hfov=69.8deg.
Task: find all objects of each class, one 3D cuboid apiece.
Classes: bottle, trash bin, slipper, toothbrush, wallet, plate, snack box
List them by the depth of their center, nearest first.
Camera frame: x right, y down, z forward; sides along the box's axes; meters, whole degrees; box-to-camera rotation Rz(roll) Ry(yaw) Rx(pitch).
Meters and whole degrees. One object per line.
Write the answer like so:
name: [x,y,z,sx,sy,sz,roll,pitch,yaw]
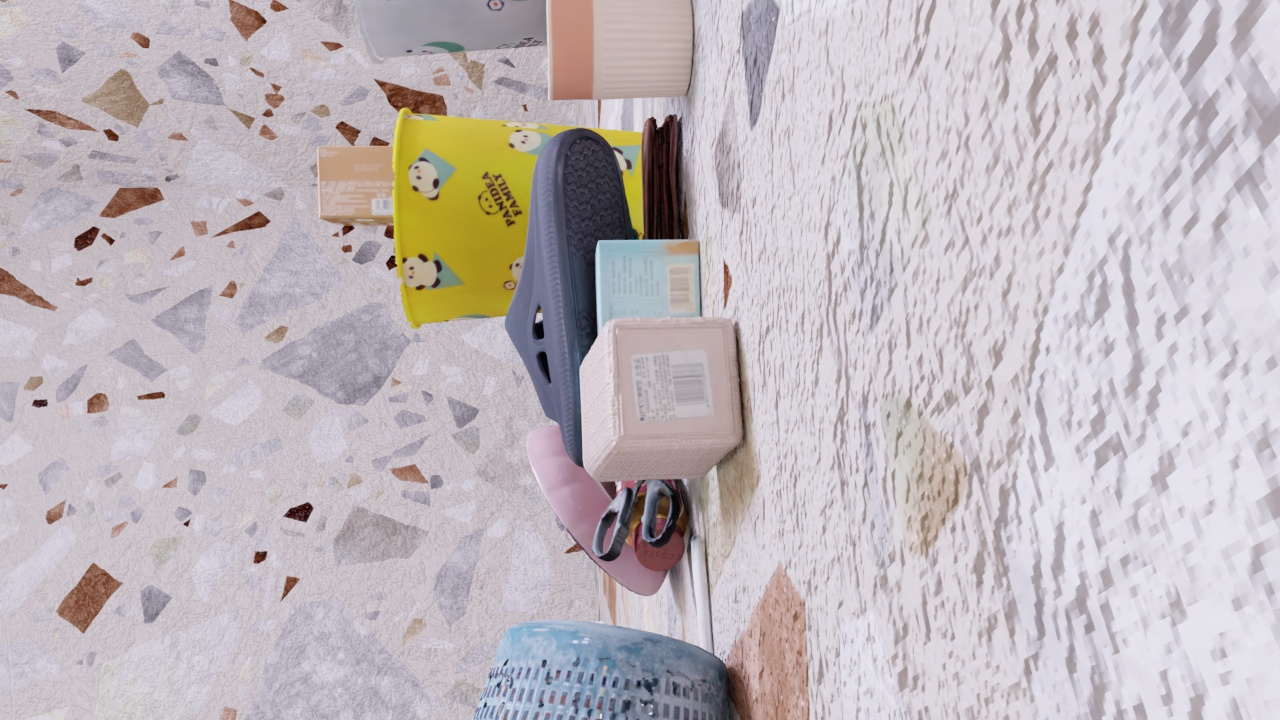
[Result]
trash bin: [-0.029,0.272,0.564,0.227,0.226,0.194,100,180,-65]
toothbrush: [0.044,0.214,0.652,0.016,0.016,0.180,120,149,-70]
snack box: [0.006,-0.003,0.683,0.051,0.074,0.175,152,116,-85]
slipper: [-0.056,-0.048,0.747,0.110,0.083,0.268,-16,-76,-52]
trash bin: [-0.100,-0.363,0.756,0.229,0.252,0.229,177,92,-84]
wallet: [0.015,-0.140,0.784,0.101,0.032,0.124,-125,34,-85]
bottle: [0.007,0.117,0.791,0.174,0.057,0.057,-105,15,-69]
plate: [-0.030,0.132,0.868,0.192,0.039,0.192,49,-171,-11]
trash bin: [-0.119,-0.150,0.979,0.229,0.255,0.229,177,92,-85]
snack box: [-0.299,-0.191,1.013,0.094,0.092,0.077,-152,61,-84]

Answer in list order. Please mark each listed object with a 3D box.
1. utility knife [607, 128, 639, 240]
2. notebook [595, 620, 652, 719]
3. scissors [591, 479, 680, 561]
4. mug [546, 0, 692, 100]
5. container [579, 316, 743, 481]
utility knife: [-0.009,-0.114,0.784,0.029,0.013,0.174,-88,-15,-89]
notebook: [0.004,0.329,0.773,0.209,0.012,0.150,-164,71,-64]
scissors: [0.002,0.086,0.741,0.163,0.014,0.165,-50,31,3]
mug: [-0.018,-0.254,0.687,0.081,0.106,0.115,-101,11,-60]
container: [0.011,0.024,0.574,0.111,0.090,0.090,119,149,-74]
